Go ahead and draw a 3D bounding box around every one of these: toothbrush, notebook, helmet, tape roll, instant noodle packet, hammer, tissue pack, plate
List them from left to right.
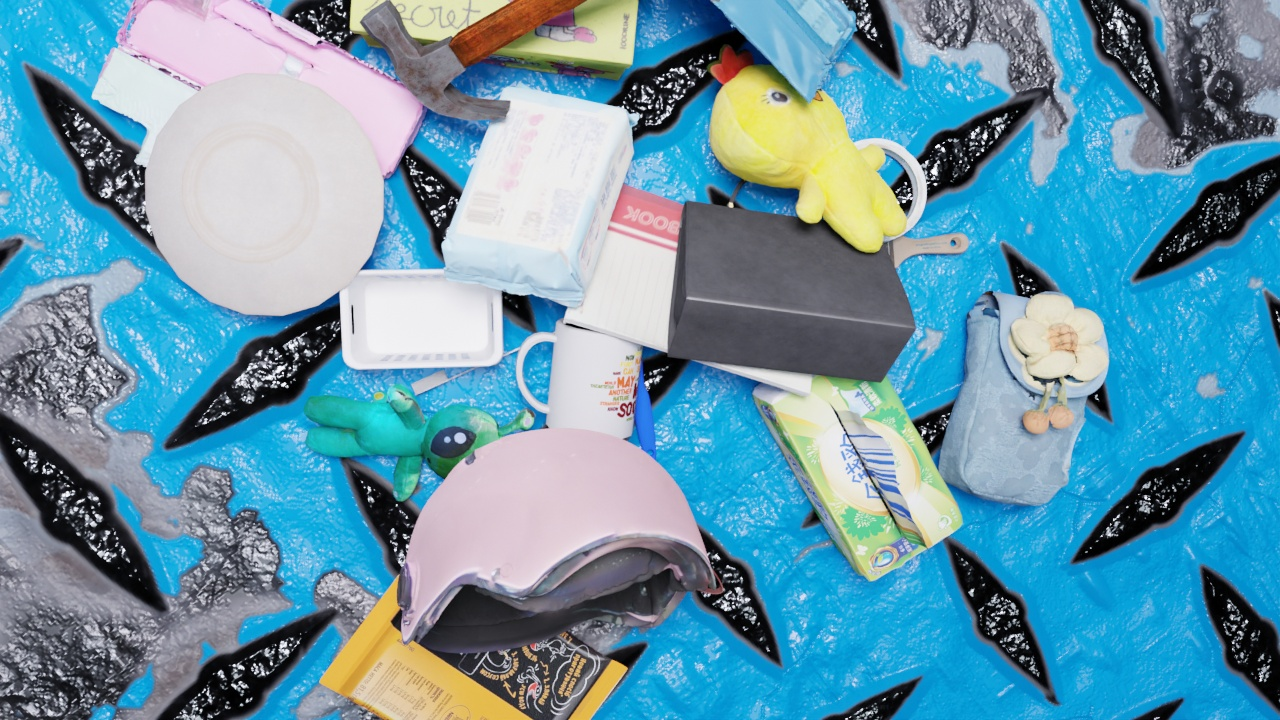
[{"bbox_3d":[-0.296,-0.129,0.712,0.189,0.027,0.189,0,95,1],"label":"plate"},{"bbox_3d":[-0.146,0.281,0.819,0.221,0.032,0.160,37,88,-10],"label":"instant noodle packet"},{"bbox_3d":[-0.114,-0.012,0.801,0.181,0.010,0.010,-24,96,-5],"label":"toothbrush"},{"bbox_3d":[-0.079,0.143,0.721,0.229,0.256,0.152,0,59,-30],"label":"helmet"},{"bbox_3d":[-0.076,-0.136,0.733,0.112,0.070,0.181,12,69,12],"label":"tissue pack"},{"bbox_3d":[-0.047,-0.267,0.654,0.301,0.028,0.111,-22,126,21],"label":"hammer"},{"bbox_3d":[-0.005,0.005,0.818,0.016,0.018,0.182,-10,101,-7],"label":"toothbrush"},{"bbox_3d":[0.053,-0.064,0.772,0.208,0.012,0.152,17,60,-7],"label":"notebook"},{"bbox_3d":[0.196,0.090,0.790,0.120,0.141,0.197,-37,100,-3],"label":"tissue pack"},{"bbox_3d":[0.209,-0.152,0.821,0.093,0.013,0.093,0,87,-6],"label":"tape roll"}]

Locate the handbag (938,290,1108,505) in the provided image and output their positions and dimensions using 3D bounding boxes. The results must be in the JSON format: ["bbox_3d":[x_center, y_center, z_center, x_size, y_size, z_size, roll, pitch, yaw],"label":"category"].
[{"bbox_3d":[0.344,0.035,0.817,0.121,0.119,0.192,15,89,-10],"label":"handbag"}]

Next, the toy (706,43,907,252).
[{"bbox_3d":[0.133,-0.172,0.758,0.207,0.133,0.092,42,134,15],"label":"toy"}]

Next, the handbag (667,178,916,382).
[{"bbox_3d":[0.116,-0.091,0.760,0.175,0.072,0.195,7,53,-7],"label":"handbag"}]

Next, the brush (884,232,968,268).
[{"bbox_3d":[0.227,-0.101,0.837,0.151,0.012,0.039,-7,97,-6],"label":"brush"}]

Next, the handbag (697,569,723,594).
[{"bbox_3d":[0.029,0.179,0.839,0.119,0.029,0.055,36,93,-16],"label":"handbag"}]

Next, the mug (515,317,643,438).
[{"bbox_3d":[-0.053,0.012,0.775,0.105,0.073,0.089,5,102,-9],"label":"mug"}]

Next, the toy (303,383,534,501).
[{"bbox_3d":[-0.184,0.061,0.774,0.193,0.072,0.131,9,134,-6],"label":"toy"}]

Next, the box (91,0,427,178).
[{"bbox_3d":[-0.309,-0.198,0.741,0.230,0.035,0.159,27,95,-10],"label":"box"}]

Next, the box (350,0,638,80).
[{"bbox_3d":[-0.113,-0.302,0.733,0.221,0.081,0.124,7,96,-10],"label":"box"}]

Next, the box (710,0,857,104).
[{"bbox_3d":[0.069,-0.312,0.726,0.231,0.174,0.034,44,134,-11],"label":"box"}]

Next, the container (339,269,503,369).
[{"bbox_3d":[-0.181,-0.036,0.769,0.129,0.049,0.081,-1,97,-8],"label":"container"}]
